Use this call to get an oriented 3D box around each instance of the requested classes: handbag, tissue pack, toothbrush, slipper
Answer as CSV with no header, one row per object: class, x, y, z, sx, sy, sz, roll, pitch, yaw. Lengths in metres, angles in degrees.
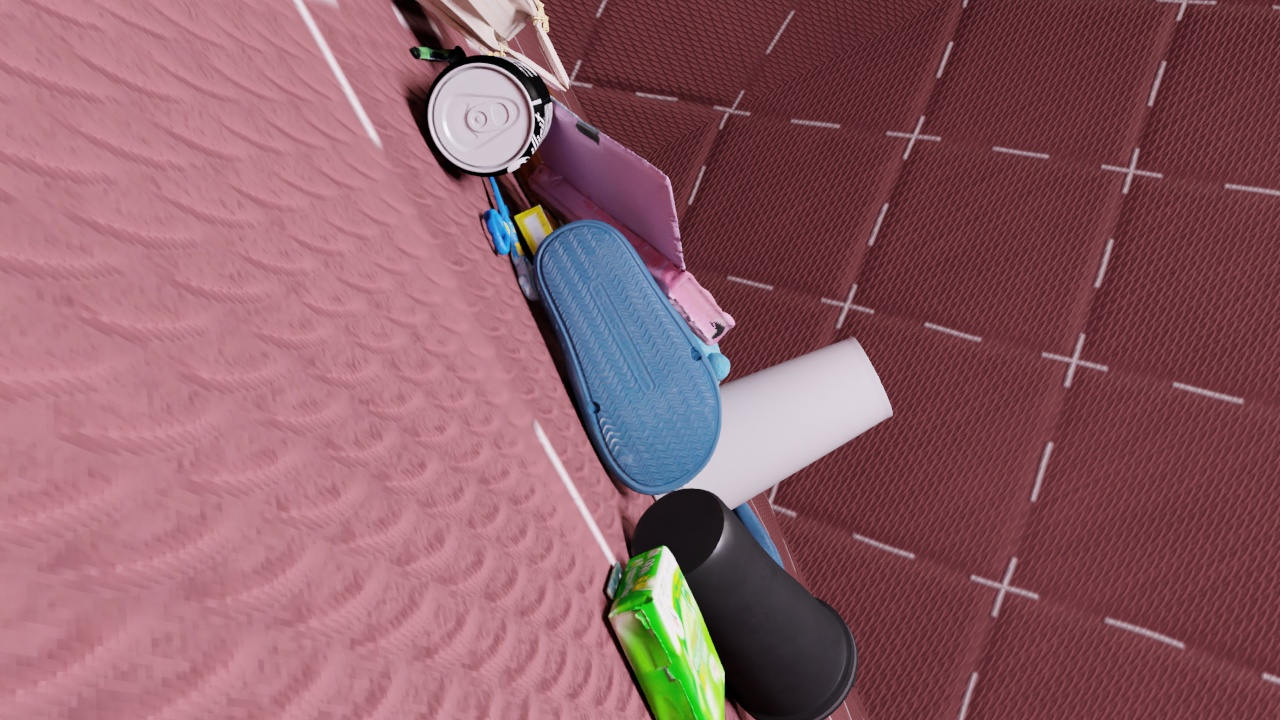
handbag,-0.130,-0.309,0.781,0.198,0.101,0.194,47,8,-15
tissue pack,0.017,0.163,0.523,0.114,0.034,0.099,-46,111,-82
toothbrush,-0.175,-0.263,0.792,0.014,0.017,0.187,58,10,-15
slipper,0.110,0.211,1.020,0.213,0.059,0.104,-136,-153,-72
slipper,-0.009,-0.005,0.687,0.059,0.103,0.213,137,-71,-84

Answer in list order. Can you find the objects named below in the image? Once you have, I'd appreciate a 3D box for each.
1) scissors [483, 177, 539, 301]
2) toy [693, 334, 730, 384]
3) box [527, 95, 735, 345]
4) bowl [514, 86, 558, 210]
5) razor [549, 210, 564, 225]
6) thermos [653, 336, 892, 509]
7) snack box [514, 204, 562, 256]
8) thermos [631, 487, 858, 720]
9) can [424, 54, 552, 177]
scissors,-0.098,-0.094,0.713,0.132,0.020,0.097,-106,172,-62
toy,0.052,0.005,1.093,0.180,0.115,0.183,41,54,-70
box,-0.027,-0.121,0.762,0.233,0.050,0.180,43,-12,43
bowl,-0.091,-0.198,0.943,0.147,0.069,0.147,62,7,-14
razor,-0.078,-0.137,1.046,0.141,0.018,0.044,62,-4,-32
thermos,0.112,0.063,0.849,0.131,0.222,0.131,63,6,-12
snack box,-0.073,-0.091,0.814,0.075,0.025,0.152,64,2,-1
thermos,0.076,0.181,0.669,0.218,0.106,0.105,53,12,-38
can,-0.107,-0.180,0.669,0.080,0.080,0.146,62,6,-17
